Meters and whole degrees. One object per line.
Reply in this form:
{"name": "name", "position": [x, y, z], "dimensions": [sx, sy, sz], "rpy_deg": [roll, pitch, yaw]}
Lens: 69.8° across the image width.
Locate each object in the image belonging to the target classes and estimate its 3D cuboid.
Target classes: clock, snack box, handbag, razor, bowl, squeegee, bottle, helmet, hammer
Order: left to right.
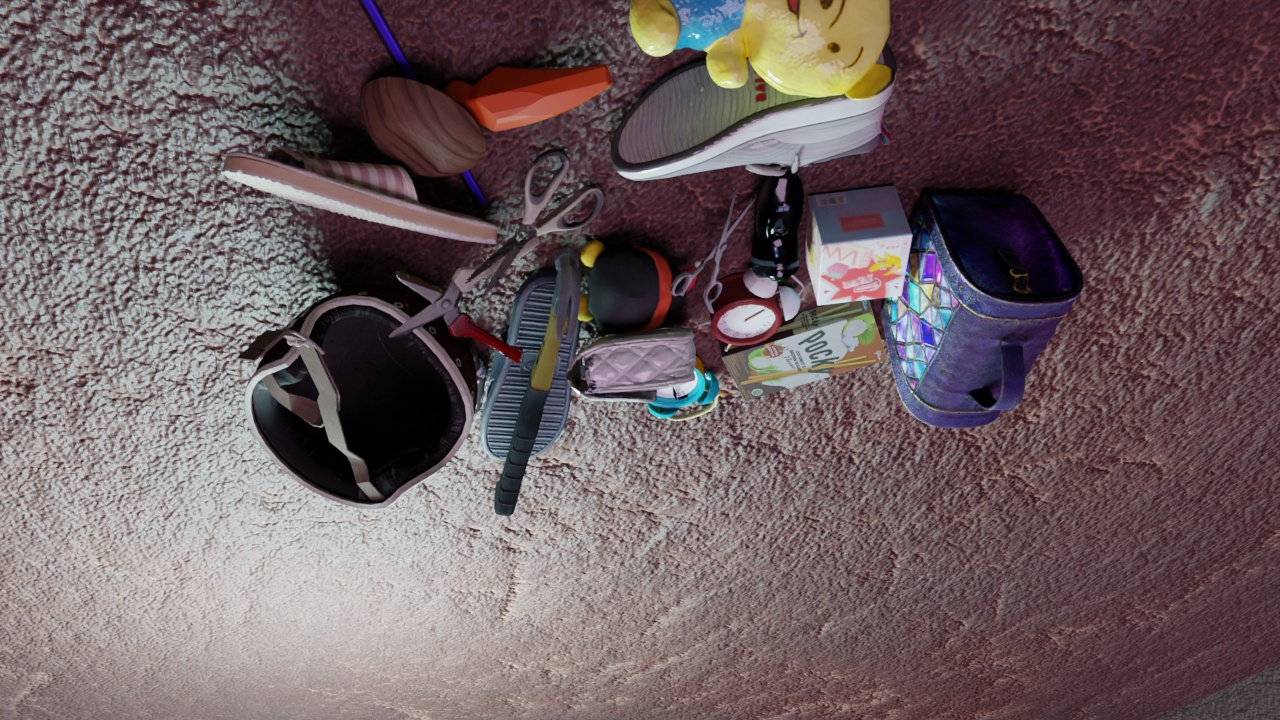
{"name": "helmet", "position": [-0.297, 0.033, 0.969], "dimensions": [0.234, 0.252, 0.233], "rpy_deg": [-19, 116, 40]}
{"name": "bowl", "position": [-0.201, -0.199, 0.824], "dimensions": [0.119, 0.032, 0.119], "rpy_deg": [15, 155, 7]}
{"name": "bottle", "position": [-0.214, 0.025, 1.129], "dimensions": [0.047, 0.046, 0.113], "rpy_deg": [4, 141, -11]}
{"name": "squeegee", "position": [-0.116, -0.232, 0.810], "dimensions": [0.185, 0.055, 0.250], "rpy_deg": [-7, 142, 15]}
{"name": "hammer", "position": [-0.118, 0.045, 1.019], "dimensions": [0.025, 0.117, 0.334], "rpy_deg": [11, 124, -14]}
{"name": "handbag", "position": [-0.006, 0.006, 1.028], "dimensions": [0.139, 0.072, 0.194], "rpy_deg": [-7, -177, 3]}
{"name": "clock", "position": [0.046, 0.032, 1.172], "dimensions": [0.099, 0.043, 0.129], "rpy_deg": [-21, 132, 19]}
{"name": "clock", "position": [0.128, -0.063, 1.059], "dimensions": [0.125, 0.044, 0.087], "rpy_deg": [-30, 135, 29]}
{"name": "razor", "position": [0.143, -0.138, 0.950], "dimensions": [0.053, 0.063, 0.141], "rpy_deg": [-6, 143, 0]}
{"name": "snack box", "position": [0.202, -0.014, 1.137], "dimensions": [0.186, 0.031, 0.101], "rpy_deg": [-17, 140, 15]}
{"name": "snack box", "position": [0.227, -0.120, 0.970], "dimensions": [0.093, 0.079, 0.095], "rpy_deg": [-6, 142, 2]}
{"name": "handbag", "position": [0.351, -0.045, 0.964], "dimensions": [0.125, 0.221, 0.205], "rpy_deg": [-1, 142, -6]}

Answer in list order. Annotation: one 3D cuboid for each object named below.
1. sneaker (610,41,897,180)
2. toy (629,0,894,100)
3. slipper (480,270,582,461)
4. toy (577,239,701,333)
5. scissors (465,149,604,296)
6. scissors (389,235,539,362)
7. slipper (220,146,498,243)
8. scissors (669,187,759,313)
{"name": "sneaker", "position": [0.105, -0.209, 0.842], "dimensions": [0.263, 0.096, 0.128], "rpy_deg": [-12, 155, 18]}
{"name": "toy", "position": [0.097, -0.286, 0.720], "dimensions": [0.214, 0.084, 0.149], "rpy_deg": [8, 100, -10]}
{"name": "slipper", "position": [-0.127, 0.002, 1.094], "dimensions": [0.101, 0.082, 0.264], "rpy_deg": [9, 120, -16]}
{"name": "toy", "position": [0.001, -0.076, 0.992], "dimensions": [0.119, 0.100, 0.097], "rpy_deg": [0, 106, -38]}
{"name": "scissors", "position": [-0.102, -0.132, 0.918], "dimensions": [0.153, 0.012, 0.164], "rpy_deg": [-5, 122, -32]}
{"name": "scissors", "position": [-0.166, -0.068, 0.941], "dimensions": [0.015, 0.179, 0.199], "rpy_deg": [21, 165, 38]}
{"name": "slipper", "position": [-0.250, -0.158, 0.858], "dimensions": [0.262, 0.052, 0.115], "rpy_deg": [12, -178, -43]}
{"name": "scissors", "position": [0.084, -0.110, 0.972], "dimensions": [0.141, 0.014, 0.165], "rpy_deg": [-45, 153, -10]}
